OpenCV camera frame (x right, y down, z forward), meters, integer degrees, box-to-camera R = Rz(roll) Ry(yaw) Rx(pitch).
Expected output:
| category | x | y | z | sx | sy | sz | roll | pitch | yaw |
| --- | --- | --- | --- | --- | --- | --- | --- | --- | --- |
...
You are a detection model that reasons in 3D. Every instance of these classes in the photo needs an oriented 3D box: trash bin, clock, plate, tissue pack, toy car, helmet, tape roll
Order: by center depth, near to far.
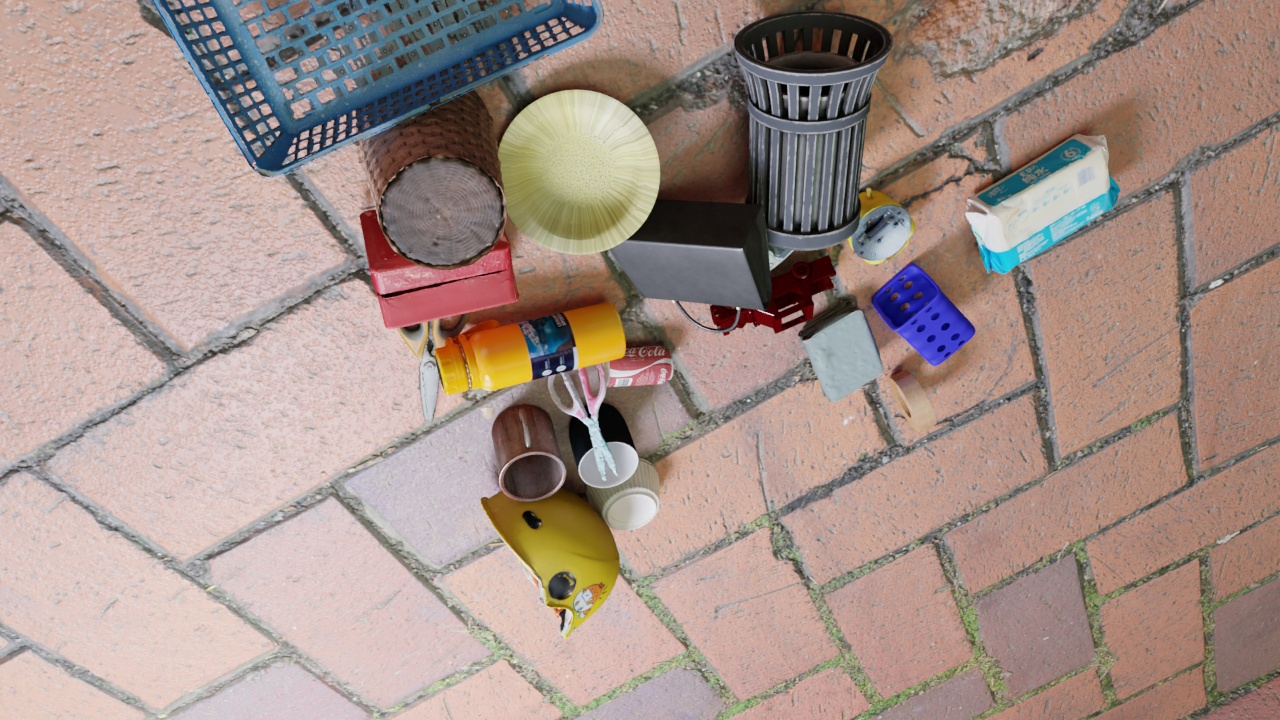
| category | x | y | z | sx | sy | sz | roll | pitch | yaw |
| --- | --- | --- | --- | --- | --- | --- | --- | --- | --- |
| trash bin | -0.214 | -0.191 | 0.934 | 0.151 | 0.210 | 0.151 | -8 | 128 | -11 |
| trash bin | 0.189 | -0.254 | 1.046 | 0.164 | 0.164 | 0.228 | -12 | 132 | -8 |
| plate | -0.071 | -0.216 | 1.053 | 0.184 | 0.036 | 0.184 | -1 | 112 | -3 |
| clock | 0.314 | -0.171 | 1.207 | 0.083 | 0.057 | 0.118 | -44 | 126 | 16 |
| toy car | 0.181 | -0.076 | 1.221 | 0.170 | 0.061 | 0.070 | -23 | 161 | 1 |
| tissue pack | 0.547 | -0.214 | 1.242 | 0.209 | 0.066 | 0.117 | -31 | 128 | 5 |
| helmet | -0.115 | 0.258 | 1.318 | 0.139 | 0.209 | 0.240 | -32 | 127 | -12 |
| tape roll | 0.411 | 0.061 | 1.388 | 0.027 | 0.094 | 0.094 | -27 | 129 | 4 |

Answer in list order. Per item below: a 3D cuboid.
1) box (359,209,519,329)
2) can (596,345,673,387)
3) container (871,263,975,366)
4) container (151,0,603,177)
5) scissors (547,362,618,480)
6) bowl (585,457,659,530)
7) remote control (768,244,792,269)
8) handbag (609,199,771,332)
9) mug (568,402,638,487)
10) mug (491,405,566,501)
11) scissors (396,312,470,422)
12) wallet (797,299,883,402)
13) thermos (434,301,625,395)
| category | x | y | z | sx | sy | sz | roll | pitch | yaw |
| --- | --- | --- | --- | --- | --- | --- | --- | --- | --- |
| box | -0.226 | -0.098 | 1.047 | 0.157 | 0.137 | 0.127 | -11 | 129 | -13 |
| can | -0.007 | 0.007 | 1.246 | 0.096 | 0.054 | 0.054 | -3 | 126 | -15 |
| container | 0.402 | -0.063 | 1.298 | 0.085 | 0.085 | 0.113 | -43 | 127 | 17 |
| container | -0.246 | -0.358 | 0.846 | 0.362 | 0.089 | 0.257 | -23 | 113 | 1 |
| scissors | -0.076 | 0.083 | 1.225 | 0.101 | 0.178 | 0.016 | -16 | 175 | 29 |
| bowl | -0.020 | 0.208 | 1.386 | 0.115 | 0.062 | 0.115 | -8 | 128 | -11 |
| remote control | 0.157 | -0.145 | 1.198 | 0.114 | 0.028 | 0.060 | -38 | 128 | 12 |
| handbag | 0.074 | -0.099 | 1.132 | 0.176 | 0.072 | 0.196 | 8 | 144 | 27 |
| mug | -0.047 | 0.128 | 1.297 | 0.085 | 0.094 | 0.122 | -27 | 129 | 4 |
| mug | -0.155 | 0.113 | 1.247 | 0.096 | 0.110 | 0.123 | -10 | 128 | -16 |
| scissors | -0.281 | -0.008 | 1.175 | 0.113 | 0.016 | 0.229 | 4 | 124 | -19 |
| wallet | 0.288 | -0.014 | 1.322 | 0.100 | 0.054 | 0.132 | -31 | 127 | -4 |
| thermos | -0.142 | -0.015 | 1.164 | 0.232 | 0.091 | 0.076 | -15 | 115 | -16 |
